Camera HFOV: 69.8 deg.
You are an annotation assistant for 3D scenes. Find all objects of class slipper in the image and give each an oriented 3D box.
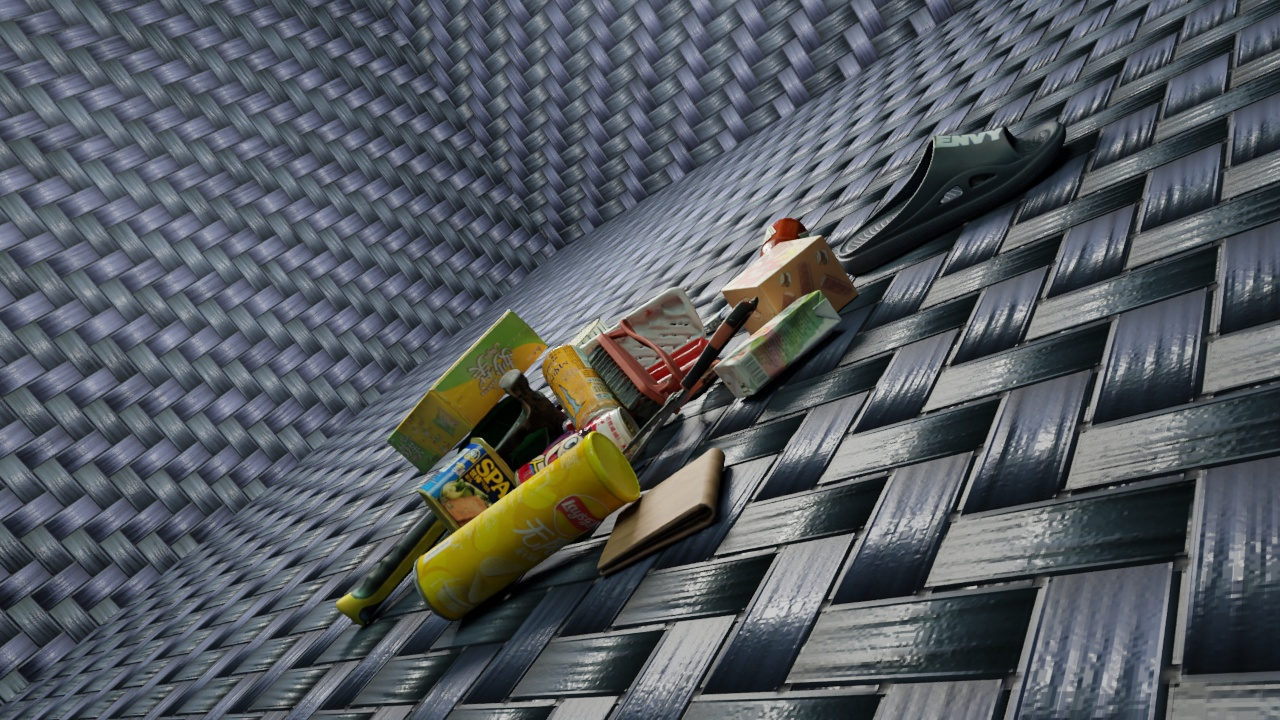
[{"bbox_3d":[0.320,-0.190,0.990,0.269,0.083,0.110,-31,15,23],"label":"slipper"}]

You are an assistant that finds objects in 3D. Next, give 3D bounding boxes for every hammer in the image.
[{"bbox_3d":[-0.210,0.166,1.036,0.323,0.126,0.032,-48,35,-11],"label":"hammer"}]

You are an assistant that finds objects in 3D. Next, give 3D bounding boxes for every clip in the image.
[{"bbox_3d":[0.098,-0.049,1.186,0.058,0.043,0.026,-29,15,42],"label":"clip"}]

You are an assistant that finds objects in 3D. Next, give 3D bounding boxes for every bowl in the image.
[{"bbox_3d":[-0.079,0.001,1.324,0.116,0.066,0.116,-42,9,8],"label":"bowl"}]

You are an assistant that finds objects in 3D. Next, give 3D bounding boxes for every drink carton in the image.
[{"bbox_3d":[0.136,-0.014,0.899,0.122,0.045,0.054,-38,3,-16],"label":"drink carton"}]

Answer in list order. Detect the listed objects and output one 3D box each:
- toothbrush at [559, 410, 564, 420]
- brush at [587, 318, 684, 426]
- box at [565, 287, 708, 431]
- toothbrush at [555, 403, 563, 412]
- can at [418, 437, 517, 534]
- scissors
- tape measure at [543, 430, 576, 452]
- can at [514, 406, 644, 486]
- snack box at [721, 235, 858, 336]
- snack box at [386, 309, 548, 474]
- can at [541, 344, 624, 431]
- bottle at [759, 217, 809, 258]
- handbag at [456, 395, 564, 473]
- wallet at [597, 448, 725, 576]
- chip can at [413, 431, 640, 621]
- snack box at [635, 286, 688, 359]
[{"bbox_3d":[-0.155,0.122,1.211,0.017,0.016,0.187,-34,10,44],"label":"toothbrush"},{"bbox_3d":[-0.006,0.006,1.017,0.069,0.063,0.146,-50,40,6],"label":"brush"},{"bbox_3d":[-0.008,0.014,1.111,0.201,0.074,0.154,-32,43,16],"label":"box"},{"bbox_3d":[-0.154,0.098,1.240,0.190,0.014,0.017,-37,0,41],"label":"toothbrush"},{"bbox_3d":[-0.174,0.147,0.978,0.083,0.102,0.057,-43,16,-23],"label":"can"},{"bbox_3d":[0.047,0.027,0.906,0.224,0.015,0.189,-38,-18,-51],"label":"scissors"},{"bbox_3d":[-0.082,0.109,1.026,0.058,0.039,0.056,-33,12,30],"label":"tape measure"},{"bbox_3d":[-0.063,0.103,0.958,0.133,0.053,0.053,-33,13,10],"label":"can"},{"bbox_3d":[0.158,-0.074,0.986,0.094,0.077,0.093,-39,14,-14],"label":"snack box"},{"bbox_3d":[-0.222,0.043,1.160,0.157,0.070,0.211,-51,8,-35],"label":"snack box"},{"bbox_3d":[-0.064,0.040,1.043,0.058,0.058,0.146,-36,38,-2],"label":"can"},{"bbox_3d":[0.179,-0.126,1.164,0.060,0.060,0.205,-29,15,25],"label":"bottle"},{"bbox_3d":[-0.163,0.100,1.146,0.120,0.068,0.131,-36,23,-25],"label":"handbag"},{"bbox_3d":[0.019,0.125,0.759,0.115,0.020,0.101,-33,11,19],"label":"wallet"},{"bbox_3d":[-0.104,0.150,0.824,0.214,0.072,0.072,-36,12,13],"label":"chip can"},{"bbox_3d":[0.013,-0.033,1.261,0.126,0.053,0.113,-26,15,32],"label":"snack box"}]
